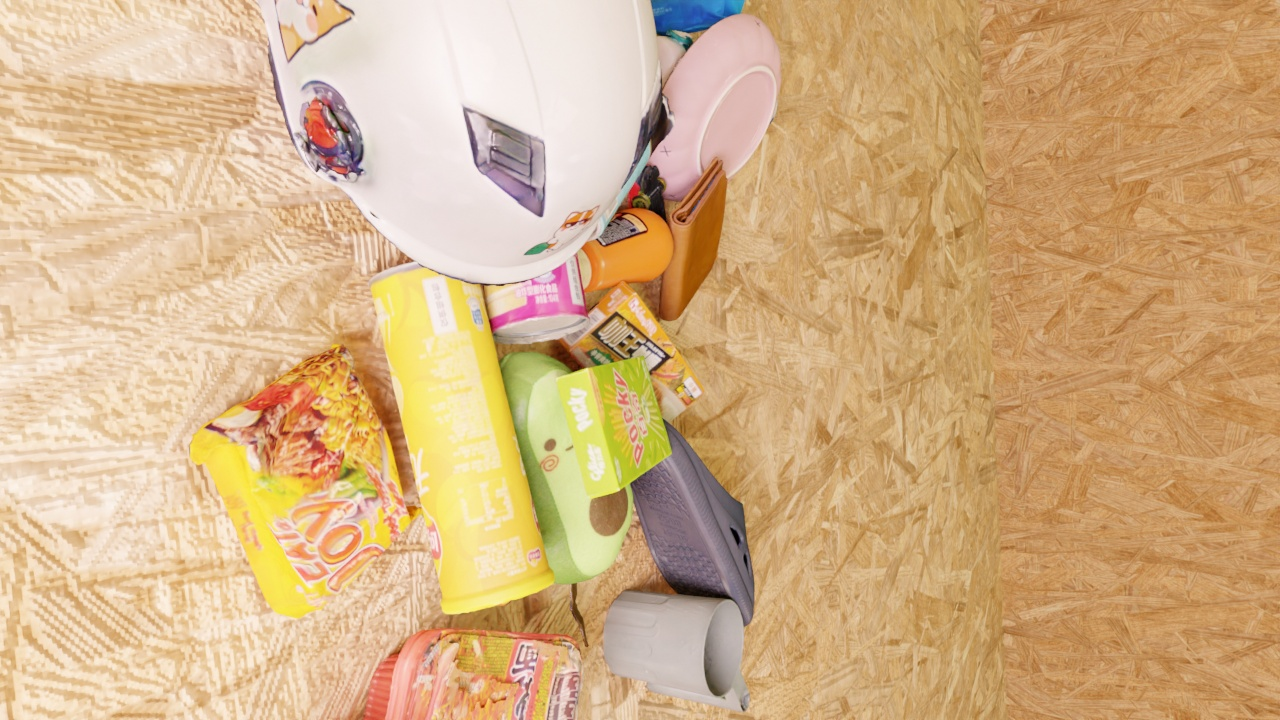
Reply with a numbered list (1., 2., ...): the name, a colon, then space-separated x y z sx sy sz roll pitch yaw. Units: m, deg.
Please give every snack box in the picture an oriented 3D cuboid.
1. snack box: -0.016 0.044 0.677 0.156 0.026 0.086 -12 86 -75
2. snack box: -0.005 0.005 0.809 0.075 0.026 0.154 -41 135 -4

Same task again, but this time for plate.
1. plate: 0.080 -0.235 0.892 0.192 0.039 0.193 -40 152 -27

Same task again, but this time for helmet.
1. helmet: -0.081 -0.192 0.512 0.229 0.157 0.274 -26 92 -37

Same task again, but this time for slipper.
1. slipper: 0.057 0.140 0.849 0.083 0.111 0.268 -40 124 -27

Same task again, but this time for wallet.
1. wallet: 0.056 -0.119 0.891 0.131 0.035 0.118 95 20 -51

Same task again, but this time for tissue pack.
1. tissue pack: 0.061 -0.373 0.908 0.052 0.095 0.156 58 43 -49

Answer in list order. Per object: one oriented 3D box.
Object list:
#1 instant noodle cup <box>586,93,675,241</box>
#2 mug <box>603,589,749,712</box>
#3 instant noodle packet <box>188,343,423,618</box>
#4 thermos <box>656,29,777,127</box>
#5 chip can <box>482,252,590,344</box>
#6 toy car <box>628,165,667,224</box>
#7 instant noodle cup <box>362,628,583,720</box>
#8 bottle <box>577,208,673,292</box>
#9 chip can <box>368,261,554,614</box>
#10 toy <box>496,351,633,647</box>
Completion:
1. instant noodle cup: -0.045 -0.163 0.725 0.111 0.111 0.120 49 58 -47
2. mug: 0.036 0.267 0.832 0.083 0.104 0.124 -54 134 -46
3. instant noodle packet: -0.185 0.071 0.529 0.110 0.044 0.128 -44 126 -46
4. thermos: 0.068 -0.281 0.939 0.223 0.073 0.073 -7 95 -59
5. chip can: -0.086 -0.121 0.633 0.071 0.072 0.210 6 72 -59
6. toy car: 0.007 -0.131 0.864 0.049 0.031 0.106 -57 146 -50
7. instant noodle cup: -0.118 0.257 0.598 0.188 0.079 0.164 30 63 -55
8. bottle: -0.034 -0.087 0.776 0.149 0.067 0.067 -26 112 -48
9. chip can: -0.113 0.045 0.576 0.072 0.072 0.213 -8 82 -59
10. toy: -0.060 0.092 0.693 0.226 0.090 0.247 -67 145 -45
